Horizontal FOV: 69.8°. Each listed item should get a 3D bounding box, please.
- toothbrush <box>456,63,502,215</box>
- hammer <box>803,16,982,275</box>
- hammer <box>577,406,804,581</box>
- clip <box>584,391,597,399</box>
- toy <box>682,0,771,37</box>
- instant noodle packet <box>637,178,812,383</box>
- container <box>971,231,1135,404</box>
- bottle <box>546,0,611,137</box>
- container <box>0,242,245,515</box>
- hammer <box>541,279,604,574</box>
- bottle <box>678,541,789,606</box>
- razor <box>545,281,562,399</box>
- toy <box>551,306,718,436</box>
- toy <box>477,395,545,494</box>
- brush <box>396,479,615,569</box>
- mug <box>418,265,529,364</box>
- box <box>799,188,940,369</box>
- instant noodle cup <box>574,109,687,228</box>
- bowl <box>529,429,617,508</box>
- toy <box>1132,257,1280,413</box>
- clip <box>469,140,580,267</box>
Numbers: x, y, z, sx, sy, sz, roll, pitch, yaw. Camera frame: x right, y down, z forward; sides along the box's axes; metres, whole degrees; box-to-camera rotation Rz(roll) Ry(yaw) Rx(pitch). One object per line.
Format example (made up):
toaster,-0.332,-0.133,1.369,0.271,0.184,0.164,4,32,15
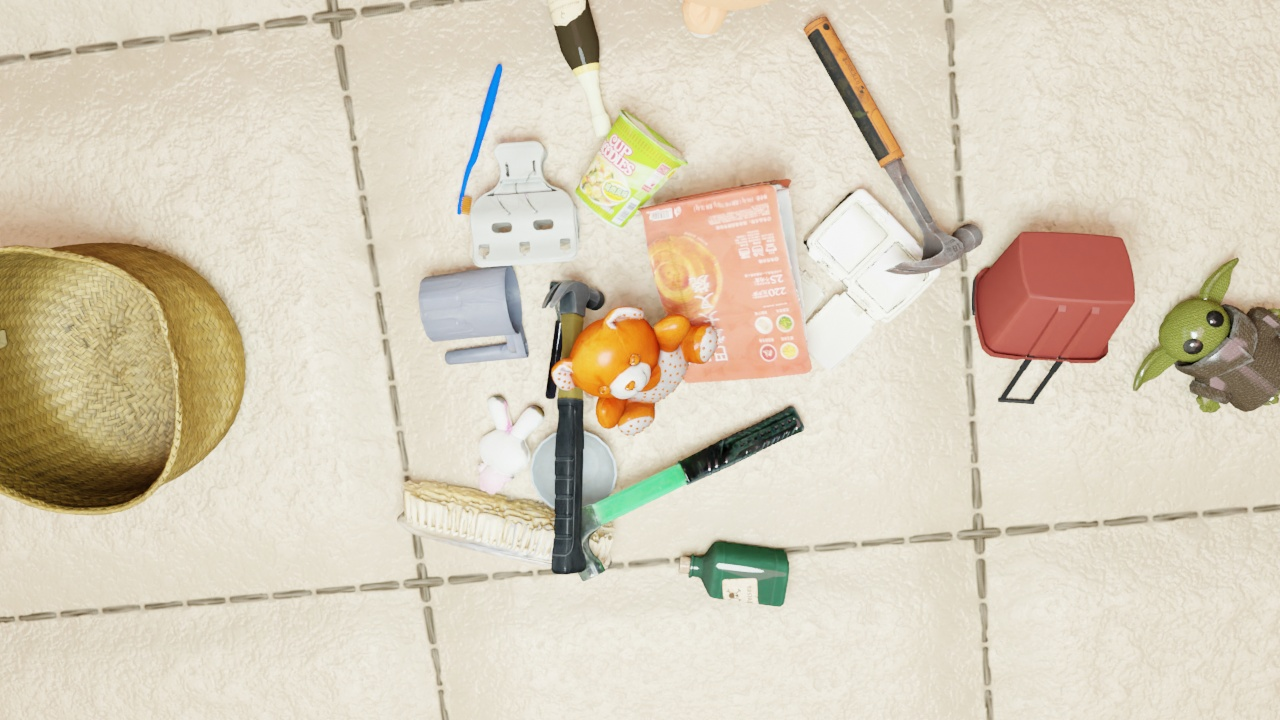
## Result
toothbrush,-0.188,-0.260,1.087,0.018,0.016,0.182,17,100,-5
hammer,0.264,-0.240,1.034,0.137,0.035,0.314,-30,91,-30
hammer,0.048,0.135,1.091,0.318,0.032,0.130,-24,78,-8
clip,-0.040,0.025,1.127,0.061,0.041,0.024,-27,97,26
toy,0.089,-0.482,0.914,0.263,0.265,0.281,38,114,-1
instant noodle packet,0.101,-0.083,1.044,0.165,0.083,0.221,-6,101,26
container,0.457,-0.050,1.048,0.148,0.201,0.126,4,63,2
bottle,-0.066,-0.347,1.050,0.045,0.045,0.184,-15,98,5
container,-0.630,0.008,1.066,0.307,0.196,0.307,0,100,1
hammer,-0.080,0.071,1.038,0.025,0.117,0.332,-3,81,24
bottle,0.113,0.260,1.133,0.131,0.061,0.061,7,102,2
razor,-0.100,-0.022,1.118,0.043,0.022,0.144,10,100,3
toy,-0.006,0.006,1.012,0.164,0.172,0.093,-47,55,18
toy,-0.167,0.106,1.130,0.079,0.038,0.122,19,88,22
brush,-0.164,0.204,1.128,0.271,0.083,0.057,12,100,2
mug,-0.197,-0.050,1.097,0.104,0.083,0.124,-7,126,5
box,0.242,-0.092,1.075,0.143,0.050,0.184,43,98,-4
instant noodle cup,-0.016,-0.214,1.050,0.099,0.098,0.108,39,107,-3
bowl,-0.081,0.132,1.134,0.106,0.039,0.106,1,99,3
toy,0.671,-0.010,1.048,0.153,0.078,0.179,32,102,-1
clip,-0.136,-0.182,1.084,0.126,0.096,0.152,-4,77,0
